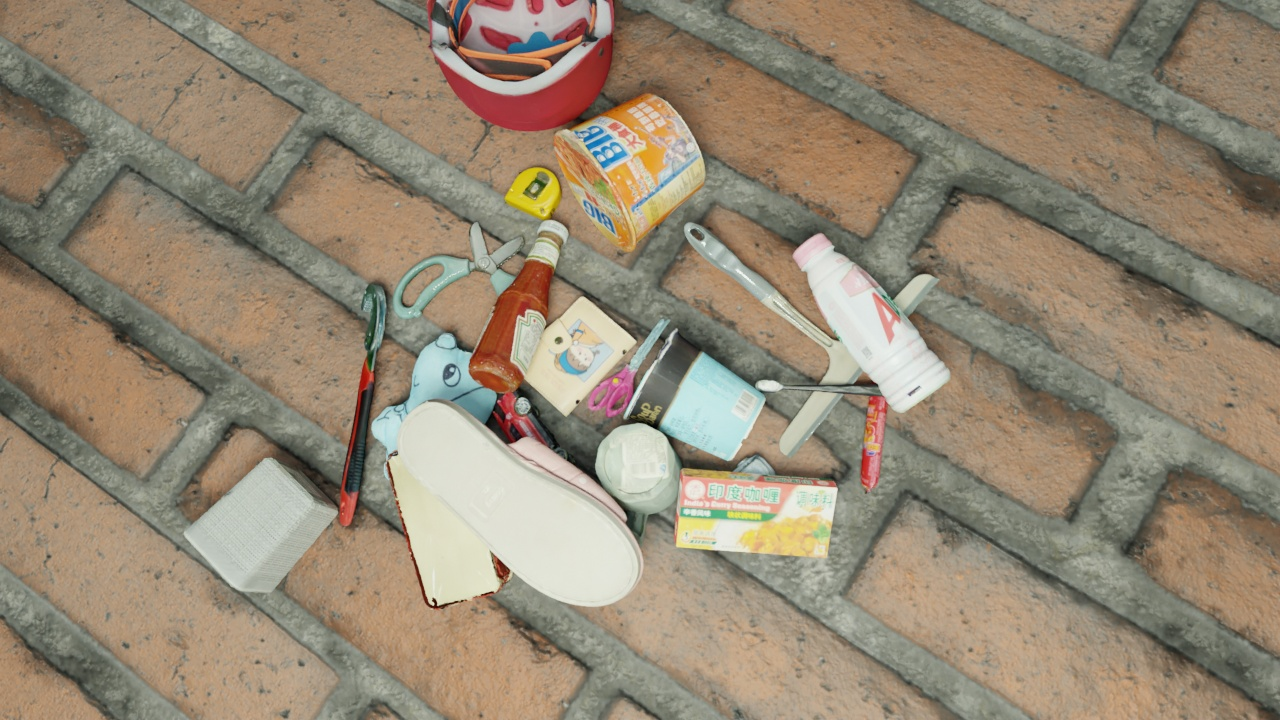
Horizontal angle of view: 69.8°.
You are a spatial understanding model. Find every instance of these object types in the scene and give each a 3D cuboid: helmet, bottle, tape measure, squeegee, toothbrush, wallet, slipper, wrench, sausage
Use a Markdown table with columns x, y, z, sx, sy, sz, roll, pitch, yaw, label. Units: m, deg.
| x | y | z | sx | sy | sz | roll | pitch | yaw | label |
| --- | --- | --- | --- | --- | --- | --- | --- | --- | --- |
| -0.127 | -0.362 | 1.050 | 0.207 | 0.144 | 0.239 | -4 | 62 | 5 | helmet |
| -0.126 | -0.064 | 0.998 | 0.060 | 0.060 | 0.205 | 14 | 63 | 9 | bottle |
| 0.228 | -0.042 | 0.931 | 0.068 | 0.068 | 0.197 | -35 | 79 | -3 | bottle |
| -0.121 | -0.196 | 1.063 | 0.060 | 0.029 | 0.057 | 26 | 80 | 11 | tape measure |
| 0.143 | -0.066 | 0.991 | 0.246 | 0.039 | 0.246 | 39 | 90 | 4 | squeegee |
| 0.211 | 0.029 | 0.956 | 0.181 | 0.018 | 0.015 | 2 | 80 | 2 | toothbrush |
| -0.074 | -0.008 | 1.016 | 0.087 | 0.024 | 0.115 | 42 | 85 | 9 | wallet |
| -0.115 | 0.133 | 0.879 | 0.274 | 0.054 | 0.114 | 34 | 102 | 8 | slipper |
| -0.309 | 0.045 | 1.018 | 0.016 | 0.056 | 0.273 | 12 | 76 | -35 | wrench |
| 0.248 | 0.064 | 0.964 | 0.020 | 0.020 | 0.155 | 9 | 77 | 8 | sausage |

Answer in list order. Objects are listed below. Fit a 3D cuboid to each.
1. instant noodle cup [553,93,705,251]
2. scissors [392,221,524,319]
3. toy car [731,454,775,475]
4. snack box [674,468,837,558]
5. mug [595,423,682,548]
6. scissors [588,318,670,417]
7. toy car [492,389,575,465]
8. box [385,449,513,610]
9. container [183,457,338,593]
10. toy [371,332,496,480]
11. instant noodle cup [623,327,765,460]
| x | y | z | sx | sy | sz | roll | pitch | yaw | label |
| --- | --- | --- | --- | --- | --- | --- | --- | --- | --- |
| -0.008 | -0.211 | 1.000 | 0.111 | 0.151 | 0.151 | -35 | 75 | -12 | instant noodle cup |
| -0.192 | -0.068 | 1.045 | 0.173 | 0.019 | 0.170 | -29 | 74 | -2 | scissors |
| 0.100 | 0.136 | 0.956 | 0.090 | 0.034 | 0.043 | -38 | 79 | -2 | toy car |
| 0.115 | 0.154 | 0.925 | 0.156 | 0.027 | 0.077 | 4 | 104 | -2 | snack box |
| -0.003 | 0.131 | 0.932 | 0.084 | 0.103 | 0.123 | 7 | 76 | 8 | mug |
| -0.005 | 0.005 | 0.999 | 0.063 | 0.017 | 0.135 | 21 | 69 | 49 | scissors |
| -0.113 | 0.085 | 0.982 | 0.045 | 0.053 | 0.120 | -40 | 73 | -3 | toy car |
| -0.194 | 0.162 | 0.939 | 0.091 | 0.079 | 0.168 | -16 | 89 | 2 | box |
| -0.396 | 0.173 | 0.974 | 0.090 | 0.090 | 0.114 | 40 | 80 | 13 | container |
| -0.219 | 0.055 | 1.002 | 0.156 | 0.050 | 0.161 | -17 | 85 | 0 | toy |
| 0.060 | 0.043 | 0.952 | 0.120 | 0.111 | 0.111 | 30 | 81 | 3 | instant noodle cup |
